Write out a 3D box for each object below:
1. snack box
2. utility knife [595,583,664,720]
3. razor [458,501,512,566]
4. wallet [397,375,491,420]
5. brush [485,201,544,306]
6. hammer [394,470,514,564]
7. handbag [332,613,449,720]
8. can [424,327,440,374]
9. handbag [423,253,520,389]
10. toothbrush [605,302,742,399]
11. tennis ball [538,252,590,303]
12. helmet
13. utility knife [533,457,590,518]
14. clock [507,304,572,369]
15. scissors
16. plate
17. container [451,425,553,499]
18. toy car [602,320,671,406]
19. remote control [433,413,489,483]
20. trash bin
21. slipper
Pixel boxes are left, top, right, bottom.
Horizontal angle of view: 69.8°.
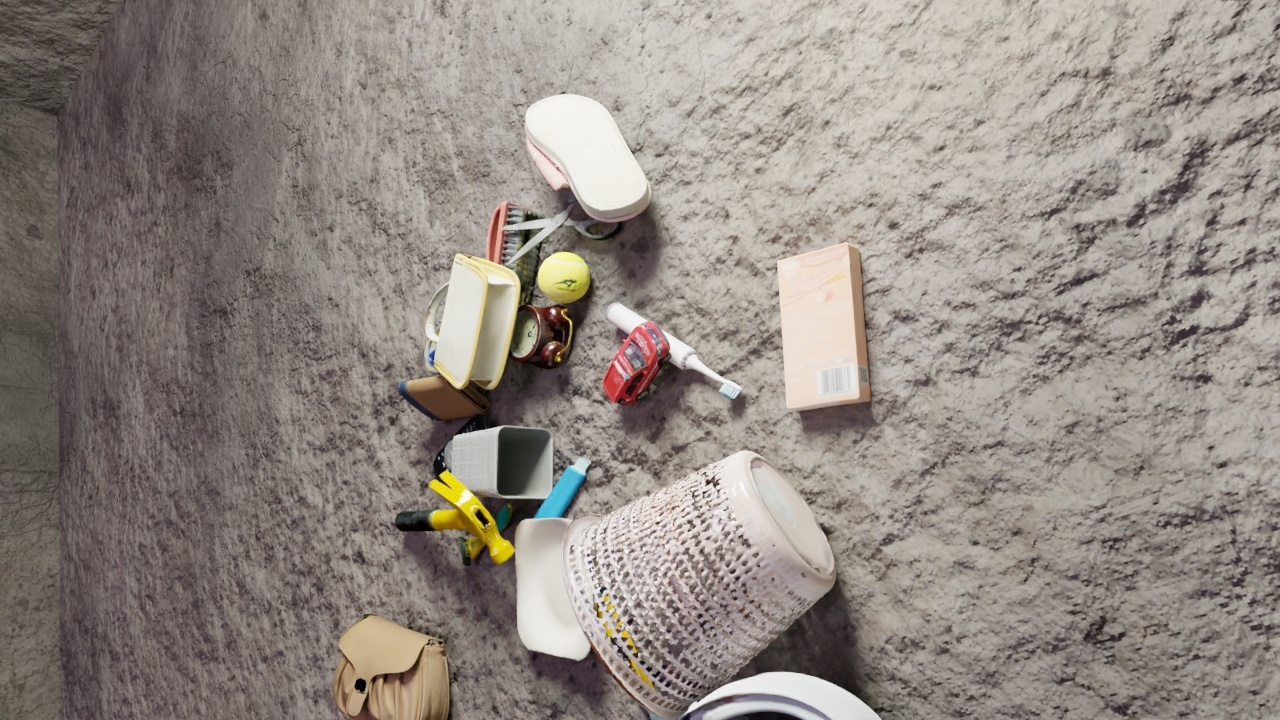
[{"bbox_3d":[0.182,-0.032,0.916,0.085,0.026,0.157,-11,75,42],"label":"snack box"},{"bbox_3d":[-0.012,0.339,1.043,0.033,0.015,0.192,-51,53,28],"label":"utility knife"},{"bbox_3d":[-0.202,0.226,1.228,0.133,0.028,0.043,-47,41,34],"label":"razor"},{"bbox_3d":[-0.277,0.052,1.292,0.115,0.090,0.033,-8,49,42],"label":"wallet"},{"bbox_3d":[-0.179,-0.138,1.246,0.069,0.063,0.146,8,90,32],"label":"brush"},{"bbox_3d":[-0.272,0.215,1.240,0.129,0.032,0.302,57,148,-10],"label":"hammer"},{"bbox_3d":[-0.355,0.447,1.288,0.205,0.099,0.147,3,82,40],"label":"handbag"},{"bbox_3d":[-0.244,-0.023,1.297,0.148,0.049,0.074,-25,67,37],"label":"can"},{"bbox_3d":[-0.232,-0.059,1.218,0.179,0.063,0.163,29,109,49],"label":"handbag"},{"bbox_3d":[0.036,-0.012,1.049,0.026,0.027,0.221,-51,49,-6],"label":"toothbrush"},{"bbox_3d":[-0.096,-0.105,1.161,0.066,0.065,0.065,-9,77,42],"label":"tennis ball"},{"bbox_3d":[0.136,0.386,0.802,0.229,0.145,0.259,10,107,31],"label":"helmet"},{"bbox_3d":[-0.108,0.185,1.157,0.034,0.018,0.162,42,111,26],"label":"utility knife"},{"bbox_3d":[-0.125,-0.032,1.182,0.122,0.055,0.082,2,84,46],"label":"clock"},{"bbox_3d":[-0.099,-0.179,1.178,0.159,0.014,0.178,31,89,28],"label":"scissors"},{"bbox_3d":[-0.096,0.272,1.108,0.165,0.034,0.163,-11,80,51],"label":"plate"},{"bbox_3d":[-0.183,0.134,1.189,0.115,0.090,0.090,-8,77,45],"label":"container"},{"bbox_3d":[-0.006,0.006,1.052,0.053,0.045,0.121,54,138,22],"label":"toy car"},{"bbox_3d":[-0.248,0.125,1.292,0.137,0.024,0.053,-43,59,31],"label":"remote control"},{"bbox_3d":[0.067,0.197,0.876,0.192,0.227,0.227,-38,58,17],"label":"trash bin"},{"bbox_3d":[-0.066,-0.248,1.139,0.274,0.114,0.054,56,164,40],"label":"slipper"}]
